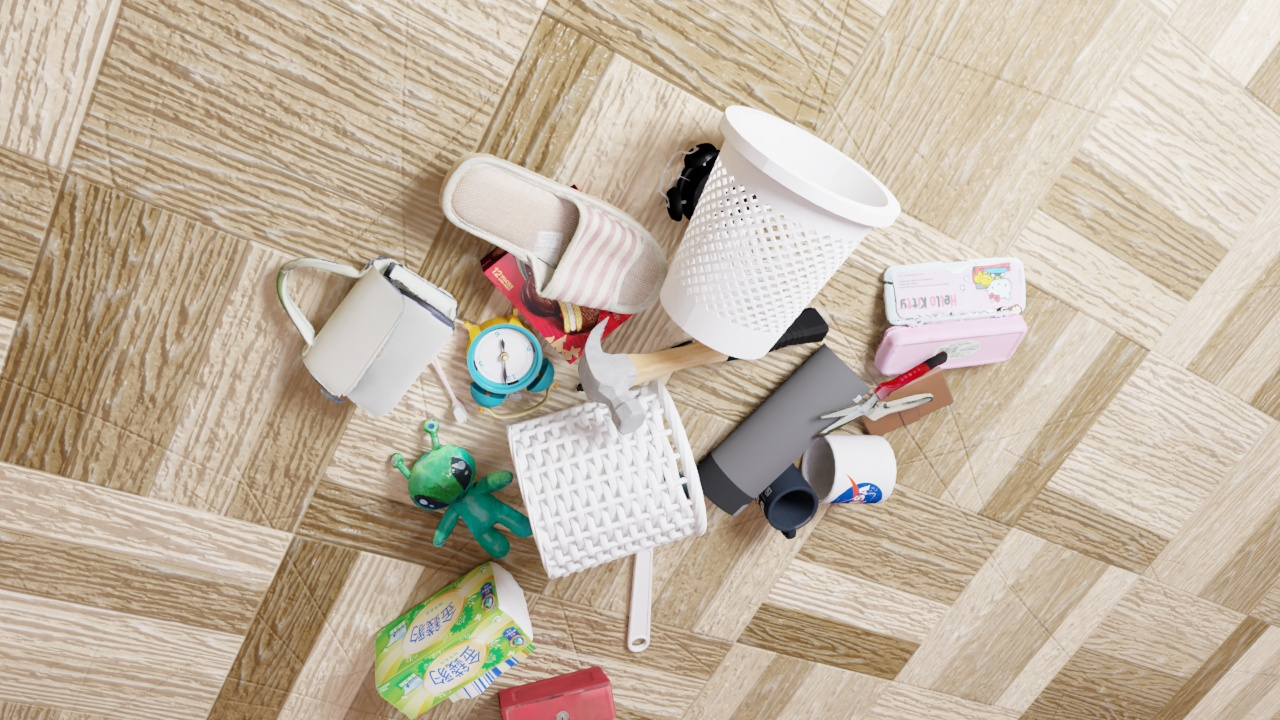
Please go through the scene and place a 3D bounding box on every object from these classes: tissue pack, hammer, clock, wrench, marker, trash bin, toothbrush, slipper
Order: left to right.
[{"bbox_3d":[-0.234,-0.002,1.030,0.016,0.018,0.181,-20,120,0],"label":"toothbrush"},{"bbox_3d":[-0.224,0.376,1.188,0.198,0.120,0.141,-30,121,8],"label":"tissue pack"},{"bbox_3d":[-0.152,0.006,1.047,0.099,0.043,0.130,-18,114,-7],"label":"clock"},{"bbox_3d":[-0.083,-0.122,0.947,0.262,0.052,0.115,26,106,-27],"label":"slipper"},{"bbox_3d":[-0.007,0.006,1.108,0.152,0.011,0.011,-22,122,-5],"label":"marker"},{"bbox_3d":[0.002,0.302,1.270,0.066,0.018,0.274,-5,120,-14],"label":"wrench"},{"bbox_3d":[0.077,-0.187,1.009,0.120,0.042,0.091,19,110,-25],"label":"clock"},{"bbox_3d":[0.081,-0.012,1.048,0.327,0.131,0.039,-14,146,-30],"label":"hammer"},{"bbox_3d":[0.124,-0.120,0.937,0.195,0.195,0.200,16,121,-24],"label":"trash bin"}]

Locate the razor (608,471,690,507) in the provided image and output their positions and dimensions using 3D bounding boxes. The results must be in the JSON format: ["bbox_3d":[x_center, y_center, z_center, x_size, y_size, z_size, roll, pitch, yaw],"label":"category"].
[{"bbox_3d":[0.000,0.172,1.180,0.142,0.052,0.047,-8,160,-11],"label":"razor"}]

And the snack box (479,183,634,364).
[{"bbox_3d":[-0.076,-0.093,1.018,0.133,0.035,0.152,-38,122,5],"label":"snack box"}]

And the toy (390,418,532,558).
[{"bbox_3d":[-0.213,0.160,1.100,0.131,0.072,0.193,-41,112,5],"label":"toy"}]

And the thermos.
[{"bbox_3d":[0.175,0.091,1.167,0.241,0.082,0.082,-45,121,10],"label":"thermos"}]

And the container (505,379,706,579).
[{"bbox_3d":[-0.041,0.137,1.065,0.186,0.189,0.189,-16,121,-7],"label":"container"}]

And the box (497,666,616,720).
[{"bbox_3d":[-0.111,0.511,1.265,0.156,0.156,0.170,-12,155,-11],"label":"box"}]

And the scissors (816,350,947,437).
[{"bbox_3d":[0.311,0.046,1.149,0.185,0.015,0.179,-50,140,15],"label":"scissors"}]

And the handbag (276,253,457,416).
[{"bbox_3d":[-0.299,-0.039,0.954,0.176,0.074,0.151,37,108,-21],"label":"handbag"}]

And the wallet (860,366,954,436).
[{"bbox_3d":[0.352,0.057,1.224,0.121,0.013,0.087,-27,136,11],"label":"wallet"}]

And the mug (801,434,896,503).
[{"bbox_3d":[0.272,0.152,1.235,0.090,0.091,0.122,3,151,-19],"label":"mug"}]

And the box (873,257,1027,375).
[{"bbox_3d":[0.401,-0.052,1.171,0.201,0.066,0.154,-6,119,-14],"label":"box"}]

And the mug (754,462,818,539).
[{"bbox_3d":[0.190,0.190,1.229,0.071,0.077,0.105,-15,121,-9],"label":"mug"}]
